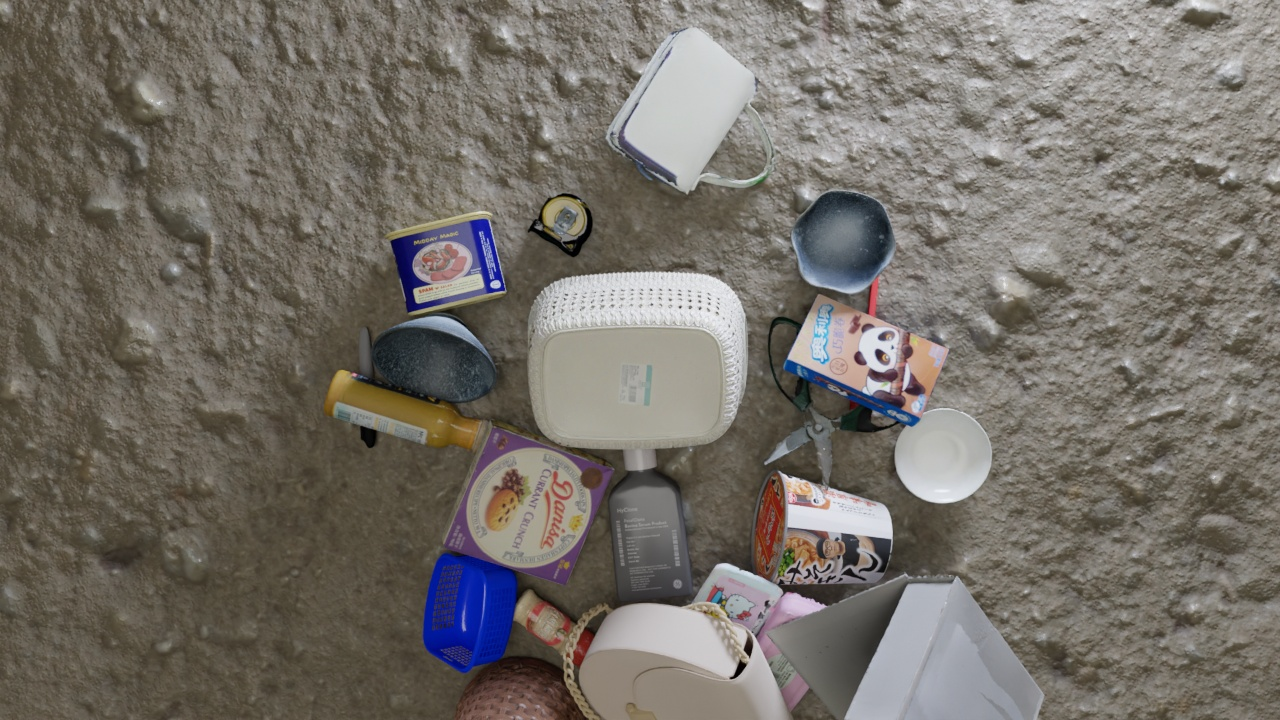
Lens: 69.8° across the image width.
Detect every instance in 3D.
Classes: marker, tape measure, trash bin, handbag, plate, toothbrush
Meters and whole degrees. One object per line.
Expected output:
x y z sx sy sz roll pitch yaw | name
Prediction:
-0.314 0.031 1.048 0.022 0.016 0.138 -2 92 26 | marker
-0.084 -0.154 1.016 0.061 0.034 0.061 29 92 1 | tape measure
-0.140 0.419 0.958 0.151 0.210 0.151 0 93 3 | trash bin
0.046 0.343 0.961 0.209 0.103 0.211 -6 123 31 | handbag
0.330 0.104 1.010 0.104 0.026 0.104 0 92 3 | plate
0.069 -0.251 0.996 0.176 0.074 0.151 31 95 -18 | handbag
0.248 -0.038 1.015 0.018 0.012 0.212 6 93 7 | toothbrush

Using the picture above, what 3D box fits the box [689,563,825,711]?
0.115 0.311 0.980 0.152 0.038 0.202 21 125 -1 | box

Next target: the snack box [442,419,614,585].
-0.123 0.156 1.009 0.148 0.040 0.143 21 94 -16 | snack box

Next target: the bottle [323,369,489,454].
-0.251 0.062 1.018 0.186 0.053 0.053 18 93 -7 | bottle

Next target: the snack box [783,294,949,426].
0.239 -0.001 0.977 0.151 0.034 0.087 25 70 10 | snack box

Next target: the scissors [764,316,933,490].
0.197 0.030 0.992 0.201 0.015 0.202 -30 73 -11 | scissors

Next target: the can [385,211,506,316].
-0.212 -0.105 1.015 0.116 0.056 0.092 -13 93 3 | can

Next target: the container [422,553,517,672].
-0.185 0.275 1.014 0.096 0.058 0.114 13 94 39 | container

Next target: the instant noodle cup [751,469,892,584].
0.195 0.187 0.982 0.121 0.123 0.123 9 93 -7 | instant noodle cup

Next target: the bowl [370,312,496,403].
-0.220 -0.015 1.009 0.137 0.137 0.057 6 53 3 | bowl

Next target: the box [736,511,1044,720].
0.218 0.298 0.952 0.173 0.422 0.167 -41 105 -13 | box

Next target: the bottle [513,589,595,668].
-0.095 0.303 1.034 0.109 0.044 0.044 35 94 1 | bottle

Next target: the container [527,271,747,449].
-0.006 0.006 0.965 0.246 0.142 0.185 -2 106 3 | container

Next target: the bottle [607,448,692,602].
0.007 0.175 1.020 0.084 0.046 0.174 -7 92 3 | bottle

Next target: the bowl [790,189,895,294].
0.215 -0.127 0.991 0.110 0.055 0.110 0 93 3 | bowl
